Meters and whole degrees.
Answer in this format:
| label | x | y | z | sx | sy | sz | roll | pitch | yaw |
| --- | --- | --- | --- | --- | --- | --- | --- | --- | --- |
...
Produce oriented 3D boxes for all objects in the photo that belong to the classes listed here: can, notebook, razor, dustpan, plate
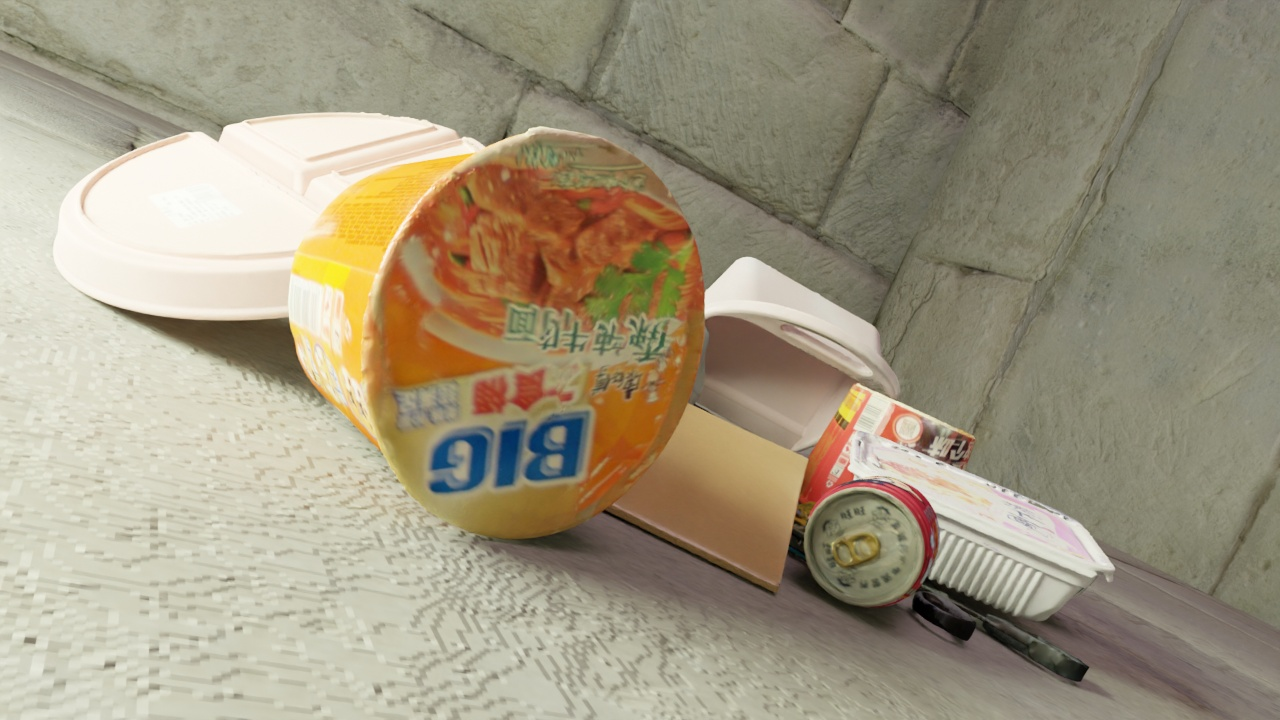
| label | x | y | z | sx | sy | sz | roll | pitch | yaw |
| --- | --- | --- | --- | --- | --- | --- | --- | --- | --- |
| can | 0.127 | 0.097 | 0.502 | 0.066 | 0.066 | 0.093 | 26 | 5 | 21 |
| notebook | -0.011 | 0.041 | 0.511 | 0.211 | 0.012 | 0.149 | 25 | 23 | 7 |
| razor | 0.108 | 0.105 | 0.593 | 0.043 | 0.028 | 0.132 | 23 | 1 | 25 |
| dustpan | 0.119 | 0.020 | 0.901 | 0.222 | 0.274 | 0.138 | 26 | 41 | -8 |
| plate | -0.181 | -0.088 | 0.480 | 0.229 | 0.028 | 0.229 | 0 | 33 | 0 |

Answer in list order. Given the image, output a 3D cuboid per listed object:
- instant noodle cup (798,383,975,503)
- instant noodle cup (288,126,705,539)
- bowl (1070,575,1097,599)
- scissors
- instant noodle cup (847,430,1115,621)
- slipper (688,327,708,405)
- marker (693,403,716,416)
| label | x | y | z | sx | sy | sz | roll | pitch | yaw |
| --- | --- | --- | --- | --- | --- | --- | --- | --- | --- |
| instant noodle cup | 0.206 | 0.090 | 0.766 | 0.138 | 0.108 | 0.138 | 24 | 5 | -2 |
| instant noodle cup | -0.065 | -0.017 | 0.374 | 0.151 | 0.151 | 0.111 | 20 | -2 | -43 |
| bowl | 0.303 | 0.156 | 0.740 | 0.116 | 0.066 | 0.116 | 30 | 4 | -3 |
| scissors | 0.196 | 0.152 | 0.581 | 0.159 | 0.014 | 0.180 | 25 | 3 | 14 |
| instant noodle cup | 0.219 | 0.116 | 0.636 | 0.173 | 0.060 | 0.137 | 24 | 11 | 11 |
| slipper | -0.004 | 0.004 | 0.698 | 0.104 | 0.074 | 0.245 | 27 | -10 | 14 |
| marker | 0.037 | 0.040 | 0.818 | 0.124 | 0.015 | 0.018 | 29 | -29 | 28 |
